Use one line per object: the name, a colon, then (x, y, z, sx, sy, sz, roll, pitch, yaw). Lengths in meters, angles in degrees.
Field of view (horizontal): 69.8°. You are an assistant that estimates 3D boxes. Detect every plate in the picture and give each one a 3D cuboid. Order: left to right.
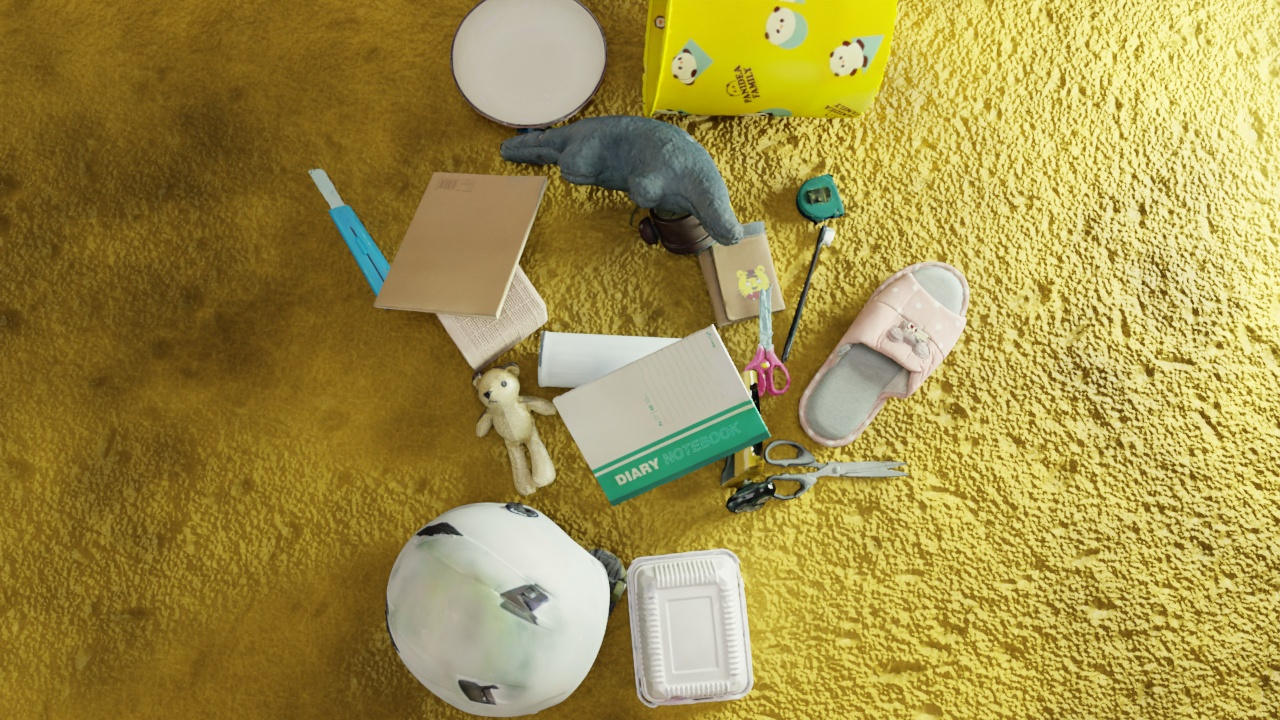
plate: (-0.136, -0.368, 1.134, 0.192, 0.039, 0.192, 0, 77, 0)

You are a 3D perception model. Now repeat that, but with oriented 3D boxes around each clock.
clock: (0.043, -0.173, 1.101, 0.122, 0.055, 0.081, 2, 56, 28)

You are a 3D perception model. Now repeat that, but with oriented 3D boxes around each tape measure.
tape measure: (0.221, -0.199, 1.133, 0.054, 0.025, 0.058, -17, 83, -4)

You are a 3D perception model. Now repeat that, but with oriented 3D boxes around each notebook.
notebook: (-0.206, -0.140, 1.068, 0.149, 0.012, 0.211, 6, 57, 13)
notebook: (0.023, 0.067, 1.054, 0.209, 0.012, 0.150, -26, 102, 15)

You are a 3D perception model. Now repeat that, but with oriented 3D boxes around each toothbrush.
toothbrush: (0.203, -0.081, 1.124, 0.018, 0.016, 0.181, 21, 83, -7)

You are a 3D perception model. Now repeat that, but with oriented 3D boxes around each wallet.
wallet: (0.121, -0.105, 1.119, 0.090, 0.033, 0.115, -14, 87, -3)

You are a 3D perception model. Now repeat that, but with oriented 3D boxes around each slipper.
slipper: (0.293, -0.011, 1.097, 0.114, 0.054, 0.274, 42, 85, 4)

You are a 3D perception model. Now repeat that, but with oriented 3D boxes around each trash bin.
trash bin: (0.141, -0.386, 1.063, 0.255, 0.230, 0.229, 5, 83, -6)

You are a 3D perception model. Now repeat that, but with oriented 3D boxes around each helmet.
helmet: (-0.174, 0.270, 0.988, 0.259, 0.146, 0.229, 28, 91, 15)

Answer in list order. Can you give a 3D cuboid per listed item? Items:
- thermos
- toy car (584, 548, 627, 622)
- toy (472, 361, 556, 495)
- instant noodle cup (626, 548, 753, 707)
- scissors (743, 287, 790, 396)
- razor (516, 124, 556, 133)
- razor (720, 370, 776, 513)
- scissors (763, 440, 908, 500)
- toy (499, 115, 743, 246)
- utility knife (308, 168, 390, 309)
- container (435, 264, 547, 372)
thermos: (-0.006, 0.006, 1.086, 0.224, 0.073, 0.073, 3, 83, -1)
toy car: (-0.072, 0.293, 1.061, 0.070, 0.042, 0.158, 28, 88, 6)
toy: (-0.148, 0.081, 1.075, 0.105, 0.066, 0.157, -19, 95, 19)
instant noodle cup: (0.058, 0.310, 1.054, 0.138, 0.060, 0.173, -5, 85, -2)
scissors: (0.154, -0.022, 1.102, 0.064, 0.017, 0.135, 4, 97, 6)
razor: (-0.079, -0.281, 1.140, 0.143, 0.022, 0.042, 11, 54, 2)
razor: (0.126, 0.095, 1.079, 0.068, 0.062, 0.167, -6, 81, 38)
scissors: (0.231, 0.122, 1.101, 0.173, 0.014, 0.142, -36, 86, -4)
toy: (-0.009, -0.224, 1.056, 0.357, 0.091, 0.137, 24, 54, 29)
utility knife: (-0.350, -0.154, 1.124, 0.034, 0.018, 0.202, -33, 83, -4)
container: (-0.175, -0.056, 1.081, 0.111, 0.090, 0.090, -34, 85, -8)
